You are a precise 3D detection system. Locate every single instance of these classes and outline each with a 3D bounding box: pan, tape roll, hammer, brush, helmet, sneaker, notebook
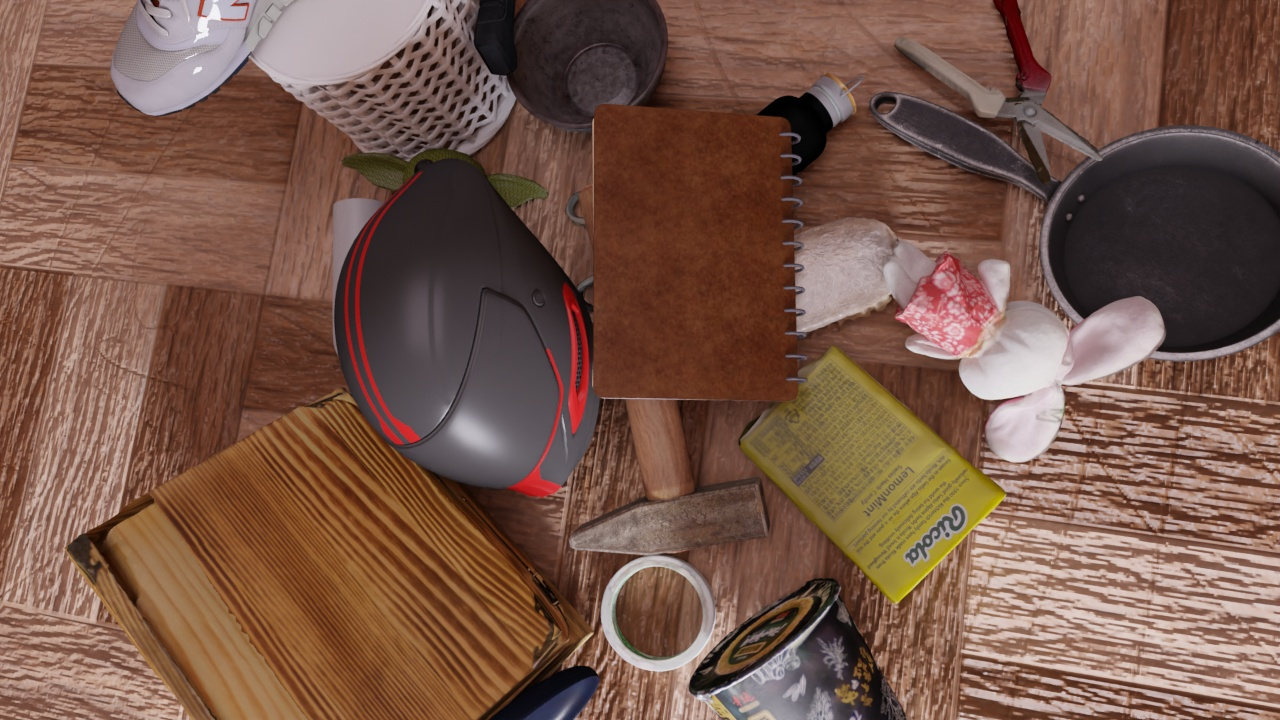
[{"bbox_3d":[-0.162,0.320,0.626,0.021,0.355,0.199,44,132,20],"label":"pan"},{"bbox_3d":[0.015,0.209,0.761,0.094,0.018,0.093,-2,81,12],"label":"tape roll"},{"bbox_3d":[-0.117,-0.404,0.801,0.025,0.118,0.332,-3,70,12],"label":"hammer"},{"bbox_3d":[-0.004,0.004,0.732,0.158,0.037,0.301,-11,91,12],"label":"hammer"},{"bbox_3d":[0.086,-0.046,0.764,0.271,0.056,0.083,-20,83,9],"label":"brush"},{"bbox_3d":[-0.141,-0.022,0.691,0.165,0.169,0.264,-13,82,41],"label":"helmet"},{"bbox_3d":[-0.318,-0.289,0.656,0.240,0.124,0.089,-42,76,3],"label":"sneaker"},{"bbox_3d":[0.340,-0.130,0.730,0.357,0.055,0.187,33,90,27],"label":"pan"},{"bbox_3d":[0.046,-0.081,0.705,0.167,0.024,0.225,1,82,-11],"label":"notebook"}]

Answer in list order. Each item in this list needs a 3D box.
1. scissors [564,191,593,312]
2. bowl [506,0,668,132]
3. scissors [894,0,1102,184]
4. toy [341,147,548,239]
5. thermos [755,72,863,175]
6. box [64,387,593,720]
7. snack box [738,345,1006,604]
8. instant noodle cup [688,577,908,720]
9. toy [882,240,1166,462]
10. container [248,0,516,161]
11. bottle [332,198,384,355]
[{"bbox_3d":[0.000,-0.106,0.815,0.168,0.012,0.157,38,91,13],"label":"scissors"},{"bbox_3d":[-0.042,-0.263,0.819,0.145,0.067,0.145,-2,81,11],"label":"bowl"},{"bbox_3d":[0.292,-0.230,0.749,0.179,0.015,0.194,15,70,19],"label":"scissors"},{"bbox_3d":[-0.178,-0.112,0.812,0.179,0.078,0.152,7,85,-11],"label":"toy"},{"bbox_3d":[0.096,-0.167,0.775,0.231,0.061,0.061,-39,76,-1],"label":"thermos"},{"bbox_3d":[-0.217,0.181,0.694,0.269,0.263,0.279,-44,74,0],"label":"box"},{"bbox_3d":[0.178,0.087,0.733,0.181,0.045,0.121,44,94,17],"label":"snack box"},{"bbox_3d":[0.122,0.247,0.682,0.137,0.137,0.112,-36,86,4],"label":"instant noodle cup"},{"bbox_3d":[0.263,-0.019,0.688,0.194,0.084,0.159,33,118,2],"label":"toy"},{"bbox_3d":[-0.222,-0.286,0.798,0.189,0.186,0.189,-2,81,11],"label":"container"},{"bbox_3d":[-0.254,-0.046,0.838,0.052,0.052,0.195,-5,80,11],"label":"bottle"}]
